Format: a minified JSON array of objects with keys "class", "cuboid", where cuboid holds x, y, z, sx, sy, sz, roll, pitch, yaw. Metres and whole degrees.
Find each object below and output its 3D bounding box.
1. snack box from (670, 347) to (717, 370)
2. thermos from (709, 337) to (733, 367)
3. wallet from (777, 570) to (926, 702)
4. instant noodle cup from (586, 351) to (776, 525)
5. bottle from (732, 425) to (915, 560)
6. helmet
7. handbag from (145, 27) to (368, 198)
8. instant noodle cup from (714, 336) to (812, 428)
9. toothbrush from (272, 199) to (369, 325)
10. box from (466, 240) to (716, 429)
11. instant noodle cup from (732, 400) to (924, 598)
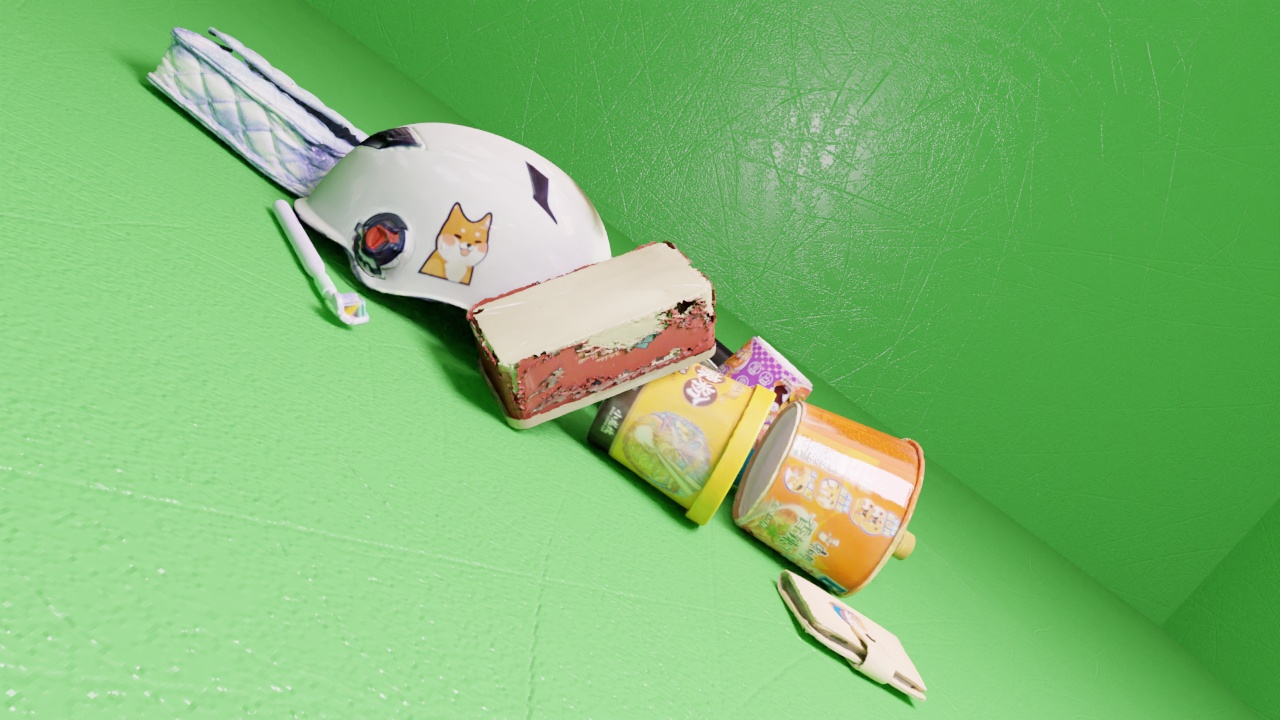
[{"class":"snack box","cuboid":[0.058,0.003,1.131,0.182,0.046,0.178,44,3,-30]},{"class":"thermos","cuboid":[0.129,0.024,1.272,0.242,0.068,0.090,40,-24,25]},{"class":"wallet","cuboid":[0.161,0.207,0.690,0.115,0.024,0.087,35,11,-15]},{"class":"instant noodle cup","cuboid":[0.029,0.050,0.722,0.114,0.118,0.118,30,9,6]},{"class":"bottle","cuboid":[0.172,0.132,0.897,0.218,0.065,0.065,31,11,-9]},{"class":"helmet","cuboid":[-0.134,-0.112,0.775,0.274,0.157,0.230,36,9,1]},{"class":"handbag","cuboid":[-0.335,-0.223,0.841,0.194,0.076,0.134,38,9,3]},{"class":"instant noodle cup","cuboid":[0.121,0.036,0.977,0.111,0.099,0.111,41,10,-9]},{"class":"toothbrush","cuboid":[-0.235,-0.077,0.656,0.189,0.021,0.029,43,-2,44]},{"class":"box","cuboid":[-0.033,-0.027,0.661,0.091,0.168,0.076,52,-23,45]},{"class":"instant noodle cup","cuboid":[0.155,0.111,0.791,0.111,0.151,0.151,28,10,-2]}]
